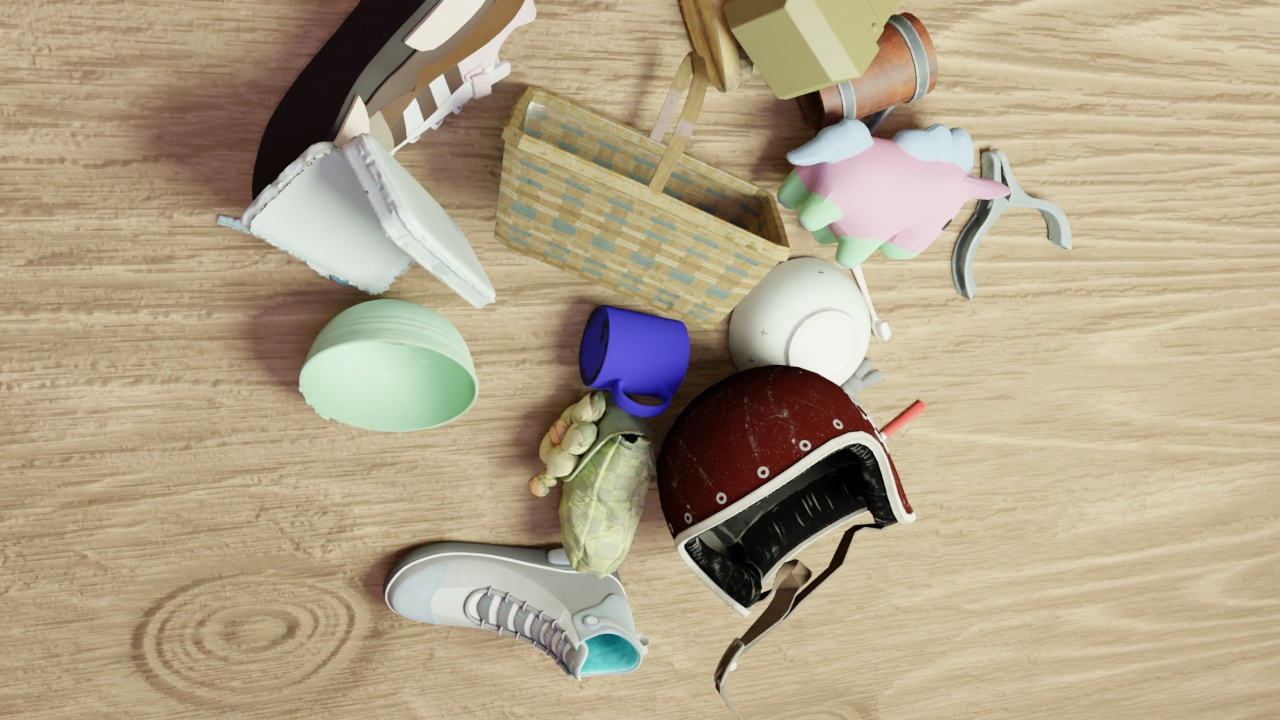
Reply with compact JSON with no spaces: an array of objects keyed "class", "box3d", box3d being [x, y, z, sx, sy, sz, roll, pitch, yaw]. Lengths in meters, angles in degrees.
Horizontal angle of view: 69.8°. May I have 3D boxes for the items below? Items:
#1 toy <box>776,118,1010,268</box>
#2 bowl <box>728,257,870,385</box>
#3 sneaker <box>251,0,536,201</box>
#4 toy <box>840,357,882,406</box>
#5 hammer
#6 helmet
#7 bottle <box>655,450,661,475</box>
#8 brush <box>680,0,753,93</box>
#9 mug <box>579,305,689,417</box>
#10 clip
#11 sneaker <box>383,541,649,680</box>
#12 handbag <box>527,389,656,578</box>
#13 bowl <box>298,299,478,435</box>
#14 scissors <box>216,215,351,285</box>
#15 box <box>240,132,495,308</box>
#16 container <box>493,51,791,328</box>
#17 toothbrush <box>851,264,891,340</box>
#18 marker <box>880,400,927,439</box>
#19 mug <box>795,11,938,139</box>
[{"class":"toy","box3d":[0.234,-0.173,0.877,0.171,0.120,0.222,-44,135,13]},{"class":"bowl","box3d":[0.175,-0.024,0.954,0.153,0.073,0.154,-7,115,-15]},{"class":"sneaker","box3d":[-0.194,-0.213,0.750,0.294,0.111,0.116,-51,140,7]},{"class":"toy","box3d":[0.219,0.041,1.020,0.111,0.030,0.049,-39,90,-2]},{"class":"hammer","box3d":[0.236,-0.320,0.688,0.100,0.326,0.189,47,64,-28]},{"class":"helmet","box3d":[0.130,0.135,0.871,0.234,0.233,0.253,-35,90,16]},{"class":"bottle","box3d":[0.057,0.144,1.002,0.040,0.040,0.130,-38,118,-1]},{"class":"brush","box3d":[0.062,-0.331,0.797,0.043,0.059,0.195,-26,120,-17]},{"class":"mug","box3d":[-0.005,0.005,0.886,0.083,0.111,0.079,10,139,-22]},{"class":"clip","box3d":[0.386,-0.129,1.006,0.169,0.031,0.164,36,95,-27]},{"class":"sneaker","box3d":[-0.124,0.261,0.924,0.256,0.160,0.093,7,109,-22]},{"class":"handbag","box3d":[-0.053,0.120,0.918,0.117,0.113,0.187,14,108,-15]},{"class":"bowl","box3d":[-0.220,-0.003,0.815,0.151,0.076,0.151,-4,146,-3]},{"class":"scissors","box3d":[-0.297,-0.104,0.801,0.136,0.015,0.055,15,104,-17]},{"class":"box","box3d":[-0.192,-0.086,0.728,0.130,0.210,0.105,-40,74,5]},{"class":"container","box3d":[0.010,-0.162,0.774,0.250,0.157,0.187,22,118,-11]},{"class":"toothbrush","box3d":[0.232,-0.096,0.975,0.015,0.018,0.181,-34,117,-11]},{"class":"marker","box3d":[0.275,0.095,1.071,0.142,0.013,0.013,-38,118,0]},{"class":"mug","box3d":[0.212,-0.256,0.875,0.111,0.081,0.117,-24,141,-4]}]
